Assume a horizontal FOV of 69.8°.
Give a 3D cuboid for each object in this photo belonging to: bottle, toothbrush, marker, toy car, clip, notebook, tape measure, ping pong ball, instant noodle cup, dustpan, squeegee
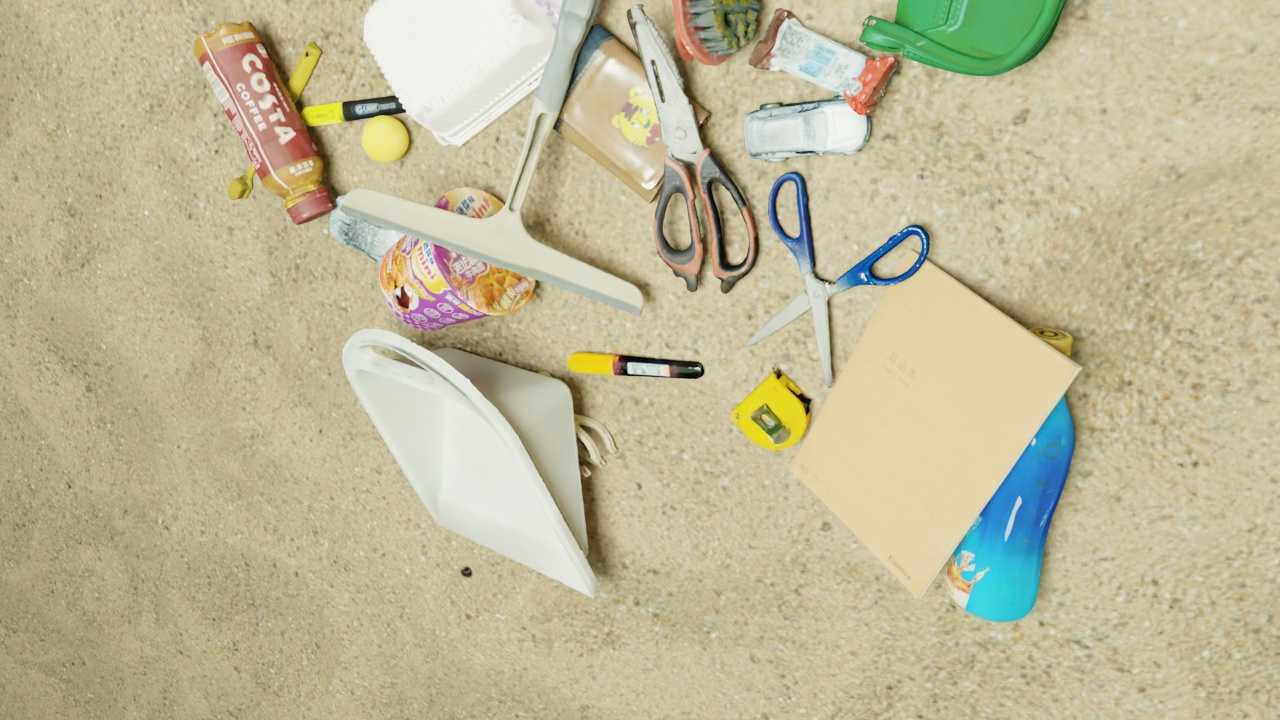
[{"bbox_3d":[0.271,0.083,0.660,0.065,0.065,0.219,13,114,21],"label":"bottle"},{"bbox_3d":[-0.348,-0.221,0.866,0.015,0.016,0.191,45,121,2],"label":"toothbrush"},{"bbox_3d":[-0.005,0.005,0.791,0.124,0.015,0.018,4,112,21],"label":"marker"},{"bbox_3d":[0.118,-0.165,0.657,0.091,0.034,0.043,1,107,23],"label":"toy car"},{"bbox_3d":[-0.069,0.059,0.832,0.100,0.034,0.076,46,122,9],"label":"clip"},{"bbox_3d":[-0.255,-0.224,0.822,0.124,0.015,0.018,0,112,24],"label":"marker"},{"bbox_3d":[0.202,0.048,0.673,0.149,0.012,0.212,47,126,37],"label":"notebook"},{"bbox_3d":[-0.332,-0.209,0.821,0.058,0.057,0.175,-18,102,30],"label":"bottle"},{"bbox_3d":[0.108,0.045,0.744,0.057,0.028,0.060,45,121,3],"label":"tape measure"},{"bbox_3d":[-0.224,-0.194,0.803,0.040,0.040,0.040,9,113,22],"label":"ping pong ball"},{"bbox_3d":[-0.163,-0.078,0.785,0.099,0.111,0.111,-20,100,37],"label":"instant noodle cup"},{"bbox_3d":[-0.163,0.087,0.805,0.223,0.142,0.258,15,111,35],"label":"dustpan"},{"bbox_3d":[-0.243,-0.115,0.849,0.105,0.031,0.049,28,119,13],"label":"toy car"},{"bbox_3d":[-0.074,-0.188,0.695,0.246,0.039,0.247,19,109,-8],"label":"squeegee"},{"bbox_3d":[-0.145,-0.264,0.730,0.174,0.060,0.138,-27,96,29],"label":"instant noodle cup"}]

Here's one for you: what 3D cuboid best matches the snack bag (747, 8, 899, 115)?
[{"bbox_3d":[0.125,-0.207,0.635,0.105,0.026,0.045,34,107,24],"label":"snack bag"}]

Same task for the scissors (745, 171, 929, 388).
[{"bbox_3d":[0.137,-0.064,0.693,0.176,0.012,0.162,-27,92,37],"label":"scissors"}]

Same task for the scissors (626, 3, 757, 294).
[{"bbox_3d":[0.020,-0.152,0.687,0.210,0.015,0.177,35,119,-9],"label":"scissors"}]

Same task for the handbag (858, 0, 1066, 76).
[{"bbox_3d":[0.205,-0.246,0.564,0.120,0.067,0.131,15,115,21],"label":"handbag"}]

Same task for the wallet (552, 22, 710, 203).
[{"bbox_3d":[-0.014,-0.189,0.712,0.115,0.033,0.090,39,120,3],"label":"wallet"}]

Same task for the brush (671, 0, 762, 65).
[{"bbox_3d":[0.044,-0.281,0.636,0.069,0.063,0.146,22,124,51],"label":"brush"}]
